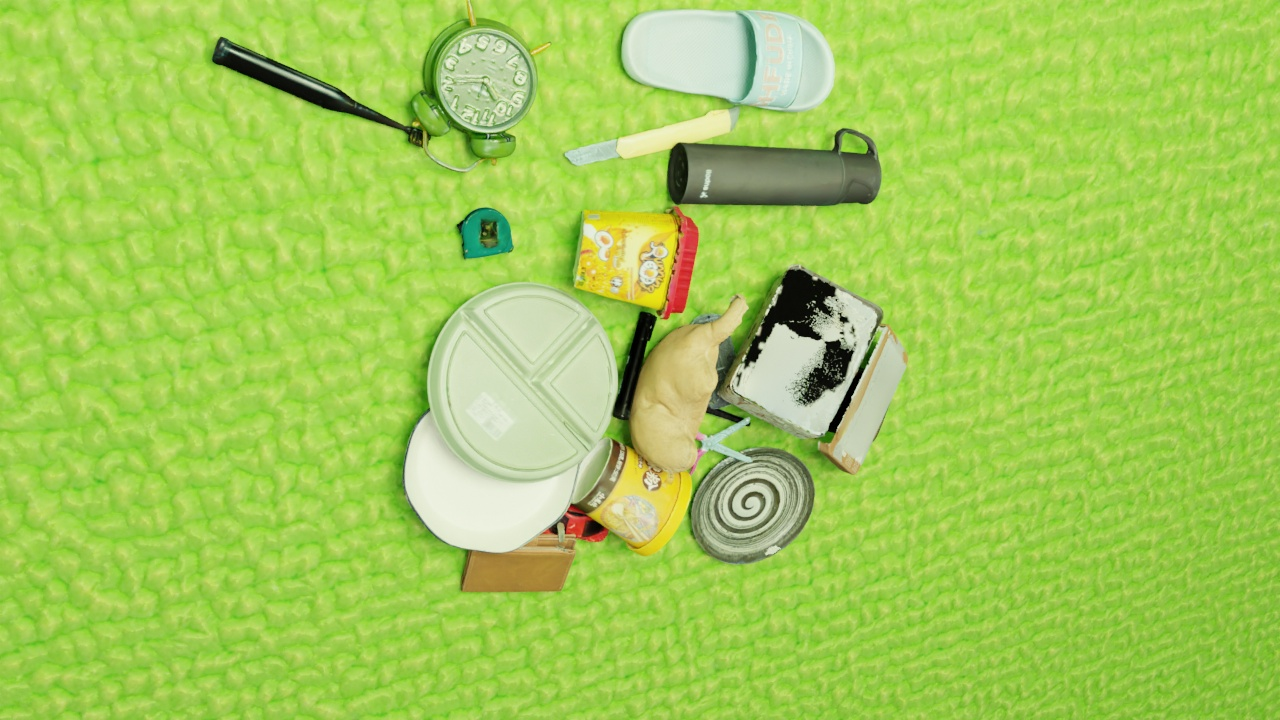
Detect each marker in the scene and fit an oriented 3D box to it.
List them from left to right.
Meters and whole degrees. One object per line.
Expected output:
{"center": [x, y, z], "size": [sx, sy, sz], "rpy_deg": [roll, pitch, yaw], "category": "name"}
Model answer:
{"center": [-0.006, 0.006, 1.079], "size": [0.020, 0.022, 0.132], "rpy_deg": [44, 58, -62], "category": "marker"}
{"center": [0.090, 0.062, 1.166], "size": [0.123, 0.018, 0.015], "rpy_deg": [21, 96, -25], "category": "marker"}

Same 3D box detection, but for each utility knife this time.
{"center": [0.017, -0.247, 1.019], "size": [0.208, 0.021, 0.031], "rpy_deg": [-19, 114, -17], "category": "utility knife"}

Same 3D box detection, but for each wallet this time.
{"center": [-0.150, 0.250, 1.143], "size": [0.130, 0.035, 0.119], "rpy_deg": [5, 128, -19], "category": "wallet"}
{"center": [0.275, 0.053, 1.221], "size": [0.122, 0.020, 0.096], "rpy_deg": [14, 101, -21], "category": "wallet"}

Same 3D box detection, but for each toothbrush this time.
{"center": [-0.309, -0.260, 0.908], "size": [0.212, 0.027, 0.026], "rpy_deg": [21, 141, -23], "category": "toothbrush"}

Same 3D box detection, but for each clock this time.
{"center": [-0.166, -0.270, 0.932], "size": [0.116, 0.056, 0.161], "rpy_deg": [22, 103, -23], "category": "clock"}

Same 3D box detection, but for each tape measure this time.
{"center": [-0.169, -0.139, 1.001], "size": [0.058, 0.025, 0.054], "rpy_deg": [-11, 115, -14], "category": "tape measure"}

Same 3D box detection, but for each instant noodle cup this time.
{"center": [-0.016, 0.161, 1.124], "size": [0.114, 0.118, 0.118], "rpy_deg": [33, 99, -17], "category": "instant noodle cup"}
{"center": [-0.009, -0.115, 1.019], "size": [0.123, 0.116, 0.116], "rpy_deg": [8, 109, -8], "category": "instant noodle cup"}

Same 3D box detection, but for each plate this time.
{"center": [-0.173, 0.120, 1.071], "size": [0.204, 0.045, 0.205], "rpy_deg": [-2, 98, -17], "category": "plate"}
{"center": [-0.124, 0.026, 1.035], "size": [0.229, 0.027, 0.230], "rpy_deg": [0, 90, -27], "category": "plate"}
{"center": [0.149, 0.192, 1.235], "size": [0.179, 0.024, 0.180], "rpy_deg": [-7, 114, -15], "category": "plate"}

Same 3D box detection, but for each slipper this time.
{"center": [0.101, -0.326, 0.984], "size": [0.245, 0.074, 0.104], "rpy_deg": [1, 110, -16], "category": "slipper"}

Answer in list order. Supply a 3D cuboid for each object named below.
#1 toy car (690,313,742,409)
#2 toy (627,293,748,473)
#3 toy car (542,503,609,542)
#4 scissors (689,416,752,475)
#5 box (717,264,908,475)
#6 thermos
{"center": [0.091, 0.001, 1.133], "size": [0.054, 0.037, 0.121], "rpy_deg": [-18, 105, -15], "category": "toy car"}
{"center": [0.051, 0.019, 1.064], "size": [0.082, 0.143, 0.226], "rpy_deg": [11, 104, -34], "category": "toy"}
{"center": [-0.089, 0.204, 1.162], "size": [0.106, 0.031, 0.049], "rpy_deg": [11, 106, -19], "category": "toy car"}
{"center": [0.079, 0.101, 1.167], "size": [0.133, 0.017, 0.131], "rpy_deg": [-33, 106, 15], "category": "scissors"}
{"center": [0.232, 0.019, 1.117], "size": [0.271, 0.133, 0.179], "rpy_deg": [31, 81, -29], "category": "box"}
{"center": [0.156, -0.222, 1.048], "size": [0.242, 0.068, 0.090], "rpy_deg": [-3, 113, -18], "category": "thermos"}
